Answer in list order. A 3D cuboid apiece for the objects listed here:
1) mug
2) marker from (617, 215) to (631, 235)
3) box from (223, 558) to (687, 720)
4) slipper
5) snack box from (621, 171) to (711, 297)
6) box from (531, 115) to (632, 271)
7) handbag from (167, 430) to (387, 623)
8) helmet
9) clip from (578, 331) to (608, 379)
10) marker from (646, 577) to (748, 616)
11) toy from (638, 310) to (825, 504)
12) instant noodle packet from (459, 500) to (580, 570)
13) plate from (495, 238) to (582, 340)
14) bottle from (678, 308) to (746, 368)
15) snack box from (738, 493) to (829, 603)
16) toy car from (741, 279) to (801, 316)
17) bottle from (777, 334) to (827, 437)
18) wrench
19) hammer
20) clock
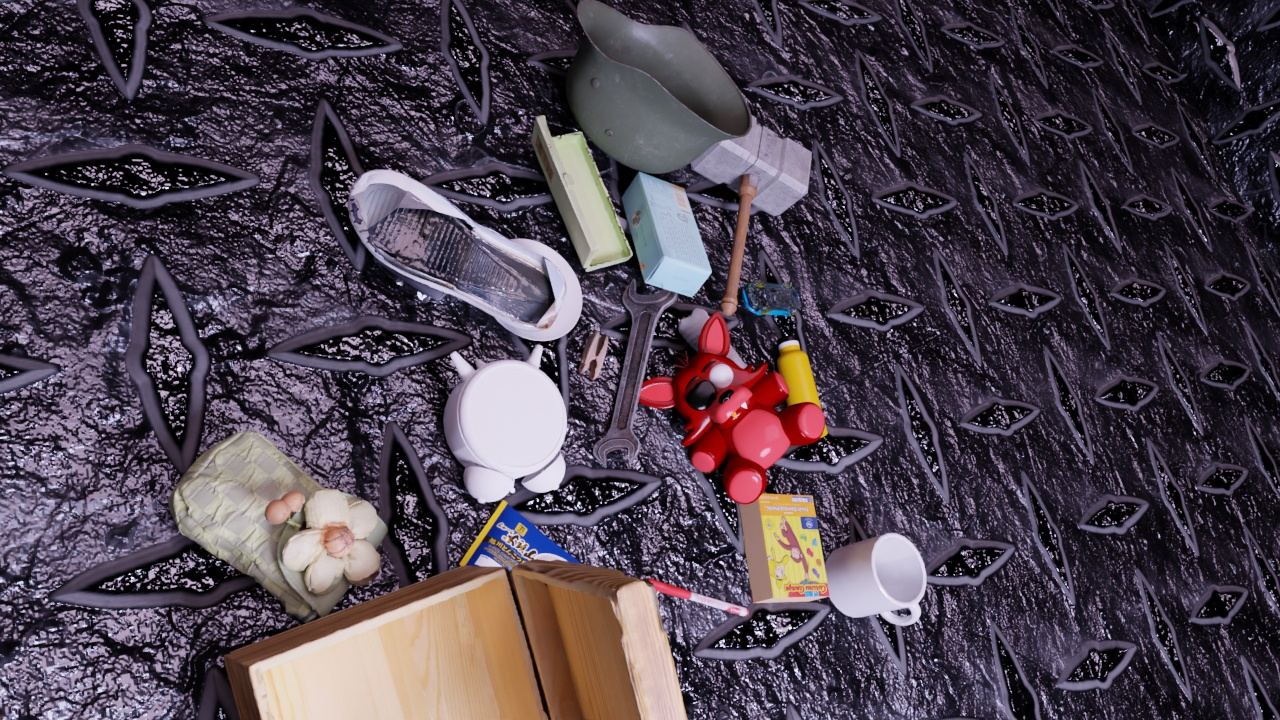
[{"bbox_3d":[0.306,0.286,1.165,0.090,0.090,0.121,-36,90,-39],"label":"mug"},{"bbox_3d":[0.013,-0.164,1.232,0.140,0.016,0.016,24,57,-22],"label":"marker"},{"bbox_3d":[-0.104,0.316,0.708,0.285,0.337,0.279,-15,88,-39],"label":"box"},{"bbox_3d":[-0.210,-0.114,1.034,0.263,0.063,0.111,26,68,-19],"label":"slipper"},{"bbox_3d":[0.032,-0.165,1.190,0.075,0.053,0.174,15,42,-31],"label":"snack box"},{"bbox_3d":[-0.069,-0.213,1.156,0.082,0.098,0.188,-19,82,-21],"label":"box"},{"bbox_3d":[-0.315,0.144,0.813,0.186,0.117,0.113,41,54,-13],"label":"handbag"},{"bbox_3d":[-0.003,-0.346,1.213,0.268,0.154,0.226,41,34,-13],"label":"helmet"},{"bbox_3d":[-0.054,-0.005,1.111,0.061,0.026,0.049,-38,93,-37],"label":"clip"},{"bbox_3d":[0.067,0.277,1.066,0.142,0.013,0.012,23,58,-23],"label":"marker"},{"bbox_3d":[0.109,0.060,1.129,0.158,0.120,0.197,-43,92,-5],"label":"toy"},{"bbox_3d":[-0.116,0.221,0.965,0.134,0.026,0.086,42,49,-10],"label":"instant noodle packet"},{"bbox_3d":[-0.133,-0.084,1.104,0.134,0.011,0.134,14,62,-27],"label":"plate"},{"bbox_3d":[0.102,-0.005,1.198,0.044,0.044,0.136,-38,91,-38],"label":"bottle"},{"bbox_3d":[0.177,0.233,1.139,0.088,0.040,0.125,7,65,-30],"label":"snack box"},{"bbox_3d":[0.183,-0.085,1.295,0.105,0.032,0.048,-1,69,-39],"label":"toy car"},{"bbox_3d":[0.217,0.036,1.254,0.043,0.043,0.143,1,68,-33],"label":"bottle"},{"bbox_3d":[-0.007,0.007,1.124,0.070,0.010,0.272,6,60,10],"label":"wrench"},{"bbox_3d":[0.143,-0.195,1.287,0.162,0.083,0.316,25,57,-21],"label":"hammer"},{"bbox_3d":[-0.149,0.069,0.995,0.125,0.073,0.161,-6,79,-35],"label":"clock"}]
